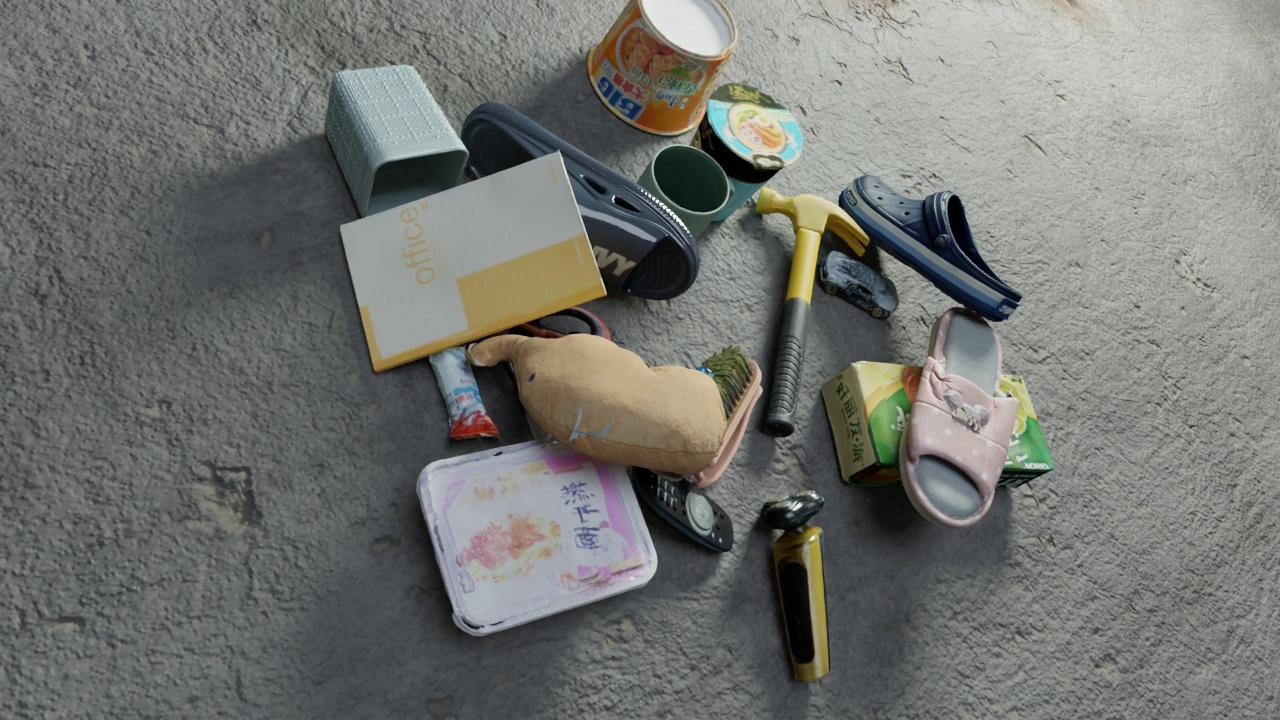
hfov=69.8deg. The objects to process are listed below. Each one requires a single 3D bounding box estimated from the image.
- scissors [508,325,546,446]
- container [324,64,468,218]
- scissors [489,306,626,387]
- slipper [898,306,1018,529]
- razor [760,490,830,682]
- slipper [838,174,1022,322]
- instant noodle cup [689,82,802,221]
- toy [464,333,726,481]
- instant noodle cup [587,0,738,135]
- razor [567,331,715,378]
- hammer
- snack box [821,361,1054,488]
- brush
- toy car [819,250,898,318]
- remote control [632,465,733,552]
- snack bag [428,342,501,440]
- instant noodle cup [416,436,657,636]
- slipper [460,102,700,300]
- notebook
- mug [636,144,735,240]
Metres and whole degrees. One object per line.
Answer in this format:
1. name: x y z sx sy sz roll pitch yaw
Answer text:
1. scissors: -0.095 -0.019 0.837 0.124 0.022 0.234 -22 75 -35
2. container: -0.226 -0.198 0.830 0.090 0.090 0.111 -19 70 -33
3. scissors: -0.113 -0.035 0.816 0.213 0.015 0.196 -8 71 -19
4. slipper: 0.323 0.046 0.913 0.114 0.055 0.273 32 52 -7
5. razor: 0.142 0.200 0.821 0.067 0.062 0.167 27 54 -52
6. slipper: 0.325 -0.143 1.023 0.105 0.095 0.252 12 30 -50
7. instant noodle cup: 0.093 -0.212 0.977 0.111 0.121 0.111 13 57 -21
8. toy: -0.037 0.026 0.745 0.226 0.083 0.143 19 20 -2
9. instant noodle cup: 0.030 -0.346 1.023 0.151 0.112 0.151 12 60 -21
10. razor: -0.005 0.005 0.849 0.143 0.022 0.042 21 42 11
11. hammer: 0.167 -0.057 0.974 0.129 0.033 0.300 13 60 2
12. snack box: 0.314 0.071 0.969 0.239 0.063 0.114 5 61 -24
13. brush: 0.072 0.049 0.866 0.073 0.063 0.145 58 46 -25
14. toy car: 0.252 -0.087 1.045 0.105 0.031 0.048 26 56 -13
15. remote control: 0.033 0.127 0.804 0.136 0.024 0.053 40 35 -32
16. snack bag: -0.154 0.023 0.783 0.048 0.026 0.104 -2 64 -41
17. instant noodle cup: -0.087 0.138 0.733 0.173 0.061 0.138 -9 68 -32
18. slipper: -0.072 -0.133 0.859 0.268 0.111 0.083 36 49 3
19. notebook: -0.147 -0.087 0.790 0.206 0.010 0.145 -18 72 0
20. mug: 0.039 -0.154 0.925 0.111 0.107 0.082 -15 71 -30
